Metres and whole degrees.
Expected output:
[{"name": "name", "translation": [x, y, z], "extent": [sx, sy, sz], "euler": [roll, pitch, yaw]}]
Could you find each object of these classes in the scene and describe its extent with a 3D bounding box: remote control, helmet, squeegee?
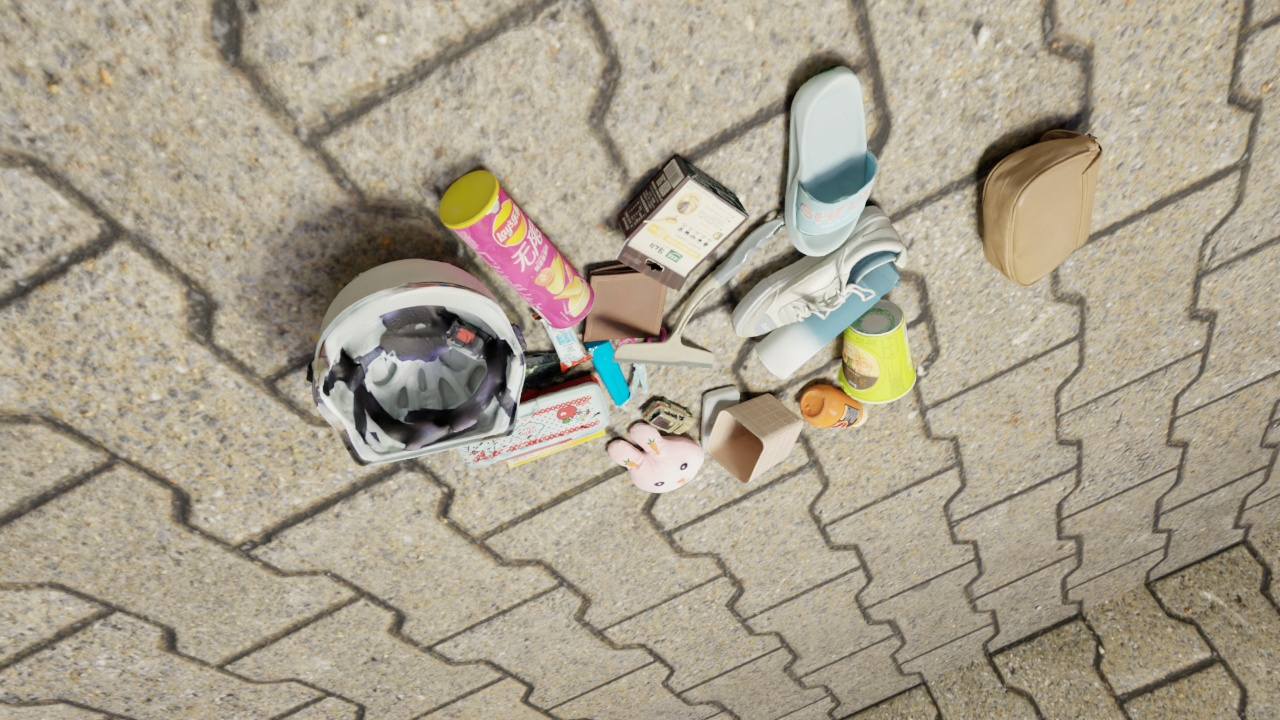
[{"name": "remote control", "translation": [0.120, 0.089, 1.399], "extent": [0.056, 0.020, 0.136], "euler": [-13, 140, -10]}, {"name": "helmet", "translation": [-0.247, -0.016, 1.014], "extent": [0.229, 0.145, 0.259], "euler": [-15, 133, -10]}, {"name": "squeegee", "translation": [0.095, -0.093, 1.162], "extent": [0.247, 0.039, 0.246], "euler": [-51, 153, 21]}]

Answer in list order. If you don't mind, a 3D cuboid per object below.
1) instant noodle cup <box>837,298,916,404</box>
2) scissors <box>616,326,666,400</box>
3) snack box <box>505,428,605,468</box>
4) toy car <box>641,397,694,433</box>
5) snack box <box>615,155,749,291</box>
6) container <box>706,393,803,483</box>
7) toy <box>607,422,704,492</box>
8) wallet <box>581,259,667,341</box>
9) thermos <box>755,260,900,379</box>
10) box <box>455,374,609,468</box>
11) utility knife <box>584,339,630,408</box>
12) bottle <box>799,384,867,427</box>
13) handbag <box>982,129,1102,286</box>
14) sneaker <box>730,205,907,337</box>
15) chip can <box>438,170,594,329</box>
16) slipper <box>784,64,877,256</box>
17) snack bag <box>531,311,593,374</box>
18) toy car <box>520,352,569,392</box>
[{"name": "instant noodle cup", "translation": [0.336, -0.020, 1.313], "extent": [0.111, 0.111, 0.123], "euler": [-19, 133, -3]}, {"name": "scissors", "translation": [-0.009, 0.009, 1.244], "extent": [0.083, 0.017, 0.138], "euler": [-9, 136, -27]}, {"name": "snack box", "translation": [-0.119, 0.110, 1.272], "extent": [0.140, 0.033, 0.087], "euler": [-17, 179, -2]}, {"name": "toy car", "translation": [0.043, 0.086, 1.350], "extent": [0.042, 0.035, 0.090], "euler": [-41, 140, 24]}, {"name": "snack box", "translation": [0.043, -0.155, 1.057], "extent": [0.113, 0.053, 0.126], "euler": [24, 124, -42]}, {"name": "container", "translation": [0.174, 0.112, 1.372], "extent": [0.110, 0.090, 0.090], "euler": [-20, 140, -42]}, {"name": "toy", "translation": [0.024, 0.151, 1.406], "extent": [0.121, 0.054, 0.159], "euler": [-40, 130, 23]}, {"name": "wallet", "translation": [-0.021, -0.072, 1.144], "extent": [0.101, 0.032, 0.125], "euler": [-6, 138, -14]}, {"name": "thermos", "translation": [0.255, -0.066, 1.250], "extent": [0.070, 0.070, 0.221], "euler": [24, 122, -41]}, {"name": "box", "translation": [-0.146, 0.067, 1.190], "extent": [0.201, 0.095, 0.102], "euler": [-18, 146, -2]}, {"name": "utility knife", "translation": [-0.039, 0.020, 1.250], "extent": [0.034, 0.018, 0.159], "euler": [-33, 143, -8]}, {"name": "bottle", "translation": [0.313, 0.078, 1.447], "extent": [0.149, 0.066, 0.067], "euler": [14, 130, -44]}, {"name": "handbag", "translation": [0.513, -0.199, 1.189], "extent": [0.147, 0.099, 0.205], "euler": [-29, 141, -3]}, {"name": "sneaker", "translation": [0.231, -0.089, 1.177], "extent": [0.243, 0.090, 0.089], "euler": [-37, 152, 16]}, {"name": "chip can", "translation": [-0.130, -0.116, 1.011], "extent": [0.071, 0.071, 0.210], "euler": [-30, 141, 11]}, {"name": "slipper", "translation": [0.222, -0.216, 1.041], "extent": [0.104, 0.074, 0.246], "euler": [-27, 140, -12]}, {"name": "snack bag", "translation": [-0.096, -0.029, 1.148], "extent": [0.048, 0.026, 0.104], "euler": [-28, 121, -1]}, {"name": "toy car", "translation": [-0.130, 0.011, 1.185], "extent": [0.090, 0.034, 0.043], "euler": [-14, 139, -32]}]
